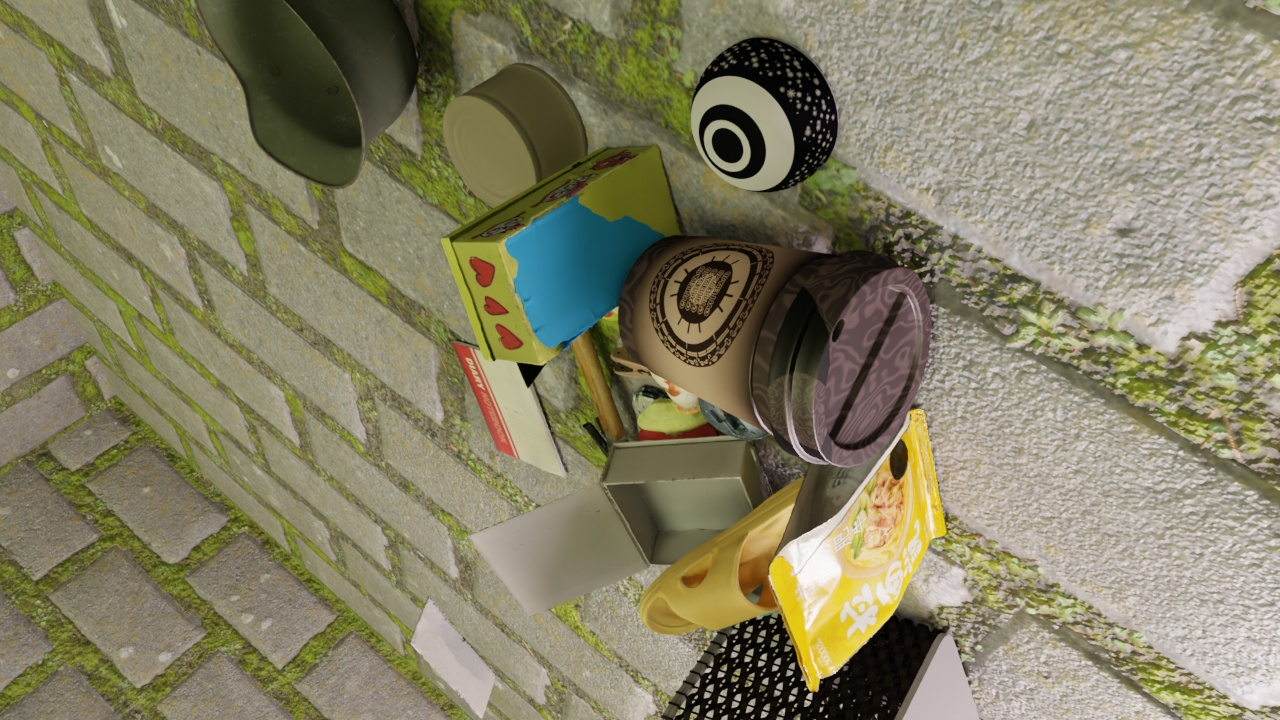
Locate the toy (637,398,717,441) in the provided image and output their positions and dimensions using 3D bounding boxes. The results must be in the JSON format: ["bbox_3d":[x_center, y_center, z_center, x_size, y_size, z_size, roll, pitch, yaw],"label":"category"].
[{"bbox_3d":[0.042,0.095,1.045,0.092,0.045,0.135,-2,124,10],"label":"toy"}]

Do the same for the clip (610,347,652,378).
[{"bbox_3d":[-0.006,0.011,1.052,0.061,0.025,0.045,23,140,26],"label":"clip"}]

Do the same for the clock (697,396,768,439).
[{"bbox_3d":[0.113,0.030,0.904,0.118,0.056,0.083,-20,117,43],"label":"clock"}]

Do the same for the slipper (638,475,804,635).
[{"bbox_3d":[0.117,0.222,0.958,0.099,0.264,0.078,35,-161,-40],"label":"slipper"}]

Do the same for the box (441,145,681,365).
[{"bbox_3d":[-0.062,-0.099,0.818,0.079,0.220,0.124,8,127,41],"label":"box"}]

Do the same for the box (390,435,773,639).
[{"bbox_3d":[-0.055,0.195,1.052,0.419,0.108,0.166,-15,129,13],"label":"box"}]

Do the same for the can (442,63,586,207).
[{"bbox_3d":[-0.125,-0.217,0.906,0.128,0.073,0.128,29,142,25],"label":"can"}]

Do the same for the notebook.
[{"bbox_3d":[-0.188,0.071,1.322,0.153,0.012,0.209,15,134,39],"label":"notebook"}]

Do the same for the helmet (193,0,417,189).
[{"bbox_3d":[-0.332,-0.328,0.947,0.268,0.153,0.228,39,144,4],"label":"helmet"}]

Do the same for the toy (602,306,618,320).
[{"bbox_3d":[-0.028,-0.074,0.965,0.118,0.043,0.092,26,146,43],"label":"toy"}]

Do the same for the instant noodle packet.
[{"bbox_3d":[0.188,0.164,0.821,0.084,0.220,0.163,9,132,38],"label":"instant noodle packet"}]

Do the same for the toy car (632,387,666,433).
[{"bbox_3d":[0.018,0.080,1.090,0.048,0.033,0.105,16,134,40],"label":"toy car"}]

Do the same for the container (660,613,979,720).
[{"bbox_3d":[0.218,0.430,1.042,0.244,0.244,0.247,2,126,43],"label":"container"}]

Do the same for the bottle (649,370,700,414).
[{"bbox_3d":[0.040,0.004,0.960,0.063,0.063,0.109,14,134,39],"label":"bottle"}]

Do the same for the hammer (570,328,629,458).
[{"bbox_3d":[-0.066,-0.009,1.071,0.132,0.033,0.331,29,142,59],"label":"hammer"}]

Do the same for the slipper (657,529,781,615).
[{"bbox_3d":[0.113,0.251,1.104,0.269,0.098,0.055,20,121,47],"label":"slipper"}]

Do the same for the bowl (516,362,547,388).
[{"bbox_3d":[-0.134,-0.033,1.104,0.124,0.052,0.124,158,91,-82],"label":"bowl"}]

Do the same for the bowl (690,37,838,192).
[{"bbox_3d":[0.086,-0.182,0.717,0.120,0.066,0.120,29,142,25],"label":"bowl"}]

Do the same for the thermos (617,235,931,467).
[{"bbox_3d":[0.103,-0.024,0.781,0.226,0.172,0.173,22,139,42],"label":"thermos"}]
